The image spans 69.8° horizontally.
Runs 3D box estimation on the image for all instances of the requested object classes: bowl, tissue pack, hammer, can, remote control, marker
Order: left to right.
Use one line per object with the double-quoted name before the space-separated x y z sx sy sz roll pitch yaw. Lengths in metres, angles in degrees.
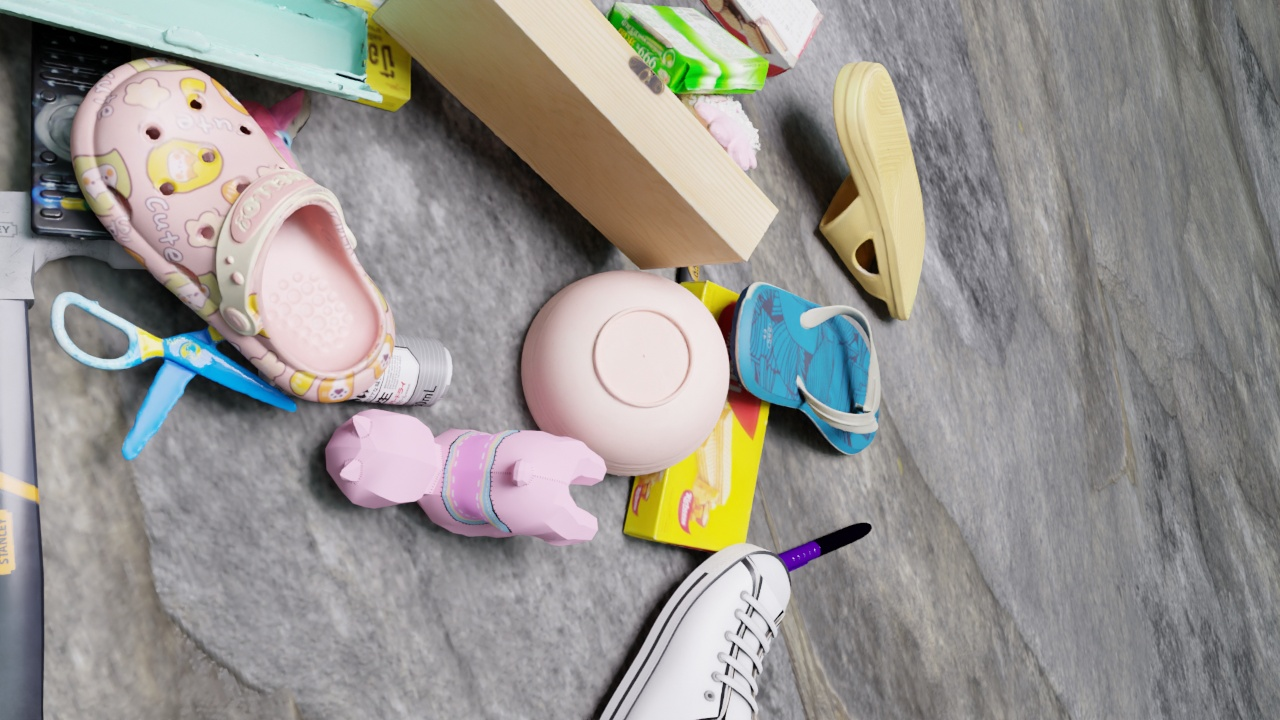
"hammer" -0.303 0.074 0.444 0.139 0.035 0.312 -3 85 -37
"remote control" -0.288 -0.124 0.474 0.045 0.021 0.140 0 67 -33
"can" -0.170 0.003 0.554 0.106 0.044 0.044 8 78 -38
"bowl" -0.004 0.004 0.630 0.153 0.076 0.153 2 82 -11
"tissue pack" 0.035 -0.250 0.732 0.099 0.034 0.114 -13 51 -39
"marker" 0.162 0.165 0.812 0.133 0.015 0.018 -10 117 -39

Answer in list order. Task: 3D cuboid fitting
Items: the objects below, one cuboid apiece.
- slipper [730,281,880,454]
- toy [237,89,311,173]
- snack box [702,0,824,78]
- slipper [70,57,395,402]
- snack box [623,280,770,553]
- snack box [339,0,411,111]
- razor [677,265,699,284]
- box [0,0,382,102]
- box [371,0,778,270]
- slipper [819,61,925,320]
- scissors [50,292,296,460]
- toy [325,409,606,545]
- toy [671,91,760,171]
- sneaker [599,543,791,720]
"slipper" 0.160 0.006 0.754 0.294 0.060 0.118 23 67 -55
"toy" -0.240 -0.123 0.523 0.102 0.050 0.065 4 58 -16
"snack box" 0.053 -0.373 0.798 0.273 0.044 0.076 42 65 -25
"slipper" -0.191 -0.061 0.458 0.093 0.082 0.197 -48 116 -33
"snack box" 0.053 0.046 0.714 0.092 0.042 0.200 20 77 -35
"snack box" -0.181 -0.243 0.598 0.061 0.026 0.149 7 79 -38
"razor" 0.043 -0.097 0.756 0.044 0.021 0.144 24 67 -52
"box" -0.236 -0.177 0.483 0.186 0.055 0.138 9 39 -26
"box" -0.045 -0.182 0.618 0.247 0.119 0.252 43 18 -27
"slipper" 0.211 -0.154 0.861 0.099 0.078 0.263 -56 137 -33
"scissors" -0.235 -0.006 0.476 0.127 0.013 0.125 30 67 -24
"toy" -0.103 0.070 0.557 0.157 0.123 0.067 27 65 -49
"toy" 0.068 -0.192 0.749 0.095 0.041 0.108 39 20 -25
"sneaker" 0.050 0.240 0.638 0.244 0.097 0.091 -50 126 -28
